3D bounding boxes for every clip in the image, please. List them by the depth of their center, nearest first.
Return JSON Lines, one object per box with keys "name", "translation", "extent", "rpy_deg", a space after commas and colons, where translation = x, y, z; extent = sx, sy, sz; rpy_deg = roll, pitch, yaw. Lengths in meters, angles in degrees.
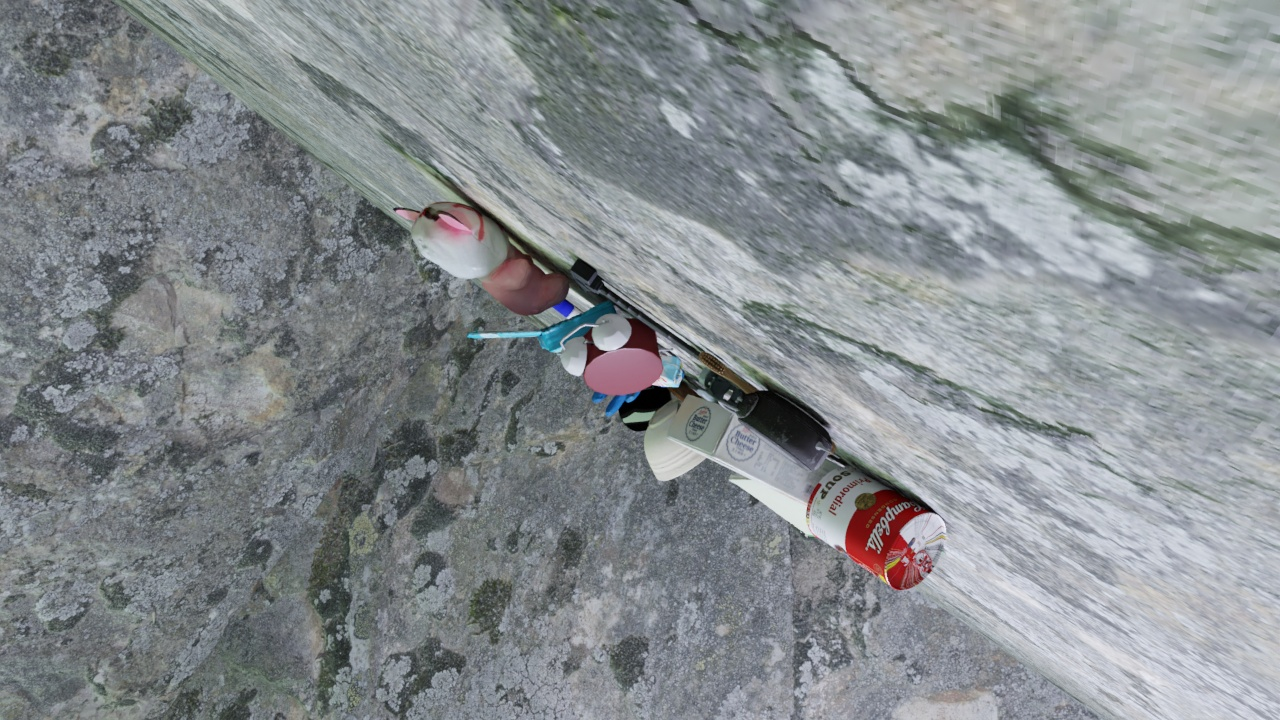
{"name": "clip", "translation": [0.115, 0.051, 1.073], "extent": [0.107, 0.028, 0.163], "rpy_deg": [34, 177, 11]}

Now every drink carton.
{"name": "drink carton", "translation": [-0.007, 0.007, 1.204], "extent": [0.129, 0.038, 0.044], "rpy_deg": [8, 167, 17]}

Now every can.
{"name": "can", "translation": [0.243, 0.173, 0.957], "extent": [0.086, 0.086, 0.116], "rpy_deg": [39, 175, -38]}

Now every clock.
{"name": "clock", "translation": [0.134, 0.060, 0.868], "extent": [0.123, 0.044, 0.091], "rpy_deg": [36, 178, 14]}
{"name": "clock", "translation": [-0.030, -0.008, 1.052], "extent": [0.137, 0.096, 0.048], "rpy_deg": [27, -139, -40]}

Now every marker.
{"name": "marker", "translation": [-0.087, -0.059, 1.524], "extent": [0.133, 0.023, 0.027], "rpy_deg": [37, -162, -14]}

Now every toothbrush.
{"name": "toothbrush", "translation": [0.127, 0.042, 0.920], "extent": [0.167, 0.016, 0.016], "rpy_deg": [36, -178, 2]}

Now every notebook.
{"name": "notebook", "translation": [0.259, 0.206, 1.239], "extent": [0.182, 0.010, 0.253], "rpy_deg": [37, 158, -25]}

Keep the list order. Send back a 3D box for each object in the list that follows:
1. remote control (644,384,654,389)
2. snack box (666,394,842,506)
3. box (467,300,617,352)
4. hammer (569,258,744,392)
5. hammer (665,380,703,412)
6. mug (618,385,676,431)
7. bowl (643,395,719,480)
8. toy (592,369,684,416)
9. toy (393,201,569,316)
{"name": "remote control", "translation": [-0.013, 0.005, 1.387], "extent": [0.047, 0.022, 0.150], "rpy_deg": [-5, 152, 8]}
{"name": "snack box", "translation": [0.142, 0.110, 1.031], "extent": [0.207, 0.057, 0.104], "rpy_deg": [28, 174, -27]}
{"name": "box", "translation": [-0.126, -0.034, 1.168], "extent": [0.227, 0.185, 0.056], "rpy_deg": [-167, 64, -81]}
{"name": "hammer", "translation": [0.065, -0.001, 0.963], "extent": [0.325, 0.015, 0.095], "rpy_deg": [35, 176, 4]}
{"name": "hammer", "translation": [0.074, 0.057, 1.285], "extent": [0.115, 0.033, 0.323], "rpy_deg": [8, -170, -17]}
{"name": "mug", "translation": [0.022, 0.050, 1.486], "extent": [0.100, 0.119, 0.084], "rpy_deg": [-17, 176, 40]}
{"name": "bowl", "translation": [0.061, 0.103, 1.382], "extent": [0.075, 0.150, 0.151], "rpy_deg": [50, 174, -11]}
{"name": "toy", "translation": [-0.009, 0.019, 1.291], "extent": [0.113, 0.070, 0.177], "rpy_deg": [43, 142, 5]}
{"name": "toy", "translation": [-0.196, -0.131, 1.138], "extent": [0.213, 0.084, 0.142], "rpy_deg": [35, 177, -43]}
